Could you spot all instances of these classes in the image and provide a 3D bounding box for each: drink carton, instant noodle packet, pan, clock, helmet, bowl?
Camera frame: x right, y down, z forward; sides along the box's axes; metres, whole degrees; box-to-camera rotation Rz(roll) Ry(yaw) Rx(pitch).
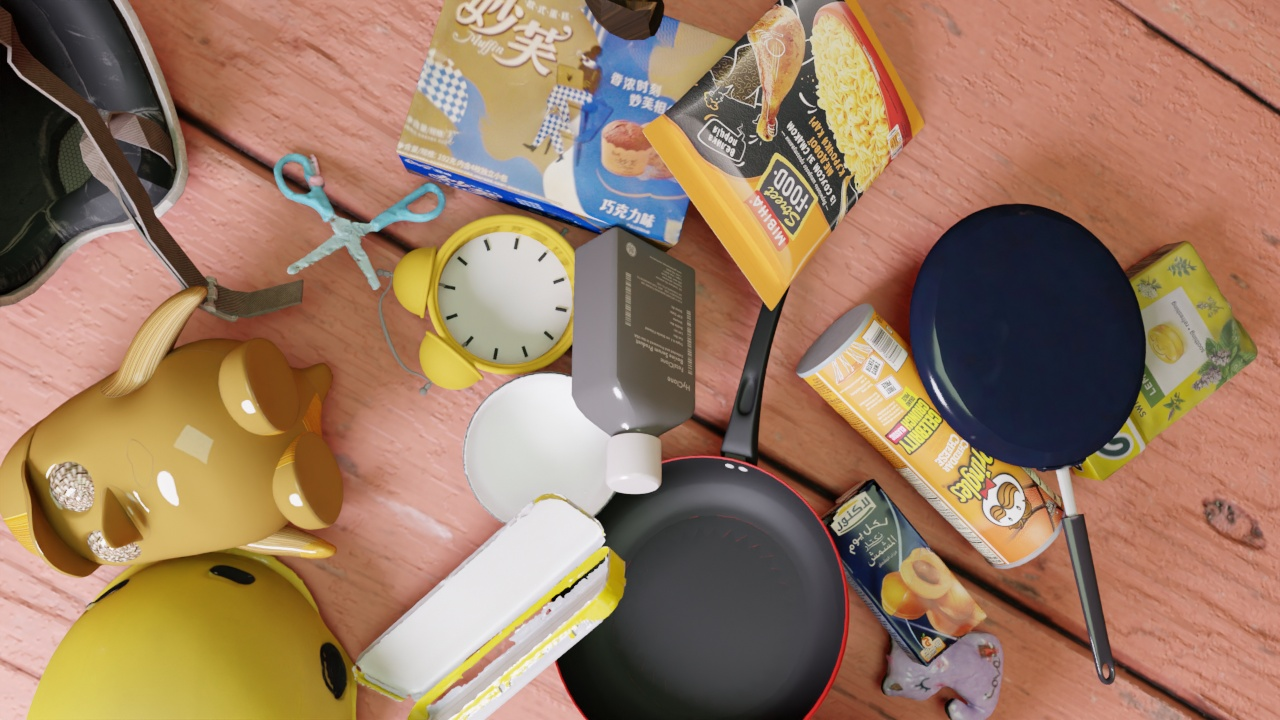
[{"bbox_3d":[0.190,0.158,0.694,0.064,0.040,0.130,-37,78,-7],"label":"drink carton"},{"bbox_3d":[0.115,-0.169,0.666,0.220,0.032,0.160,-49,116,-21],"label":"instant noodle packet"},{"bbox_3d":[0.305,0.057,0.670,0.198,0.021,0.356,-9,85,-16],"label":"pan"},{"bbox_3d":[-0.110,-0.041,0.665,0.151,0.052,0.113,-20,93,-12],"label":"clock"},{"bbox_3d":[-0.387,-0.142,0.544,0.253,0.233,0.233,-14,77,2],"label":"helmet"},{"bbox_3d":[0.061,0.103,0.656,0.209,0.067,0.355,11,71,24],"label":"pan"},{"bbox_3d":[-0.298,0.245,0.591,0.209,0.140,0.240,-8,90,-8],"label":"helmet"},{"bbox_3d":[-0.069,0.064,0.662,0.113,0.063,0.113,0,90,-8],"label":"bowl"}]

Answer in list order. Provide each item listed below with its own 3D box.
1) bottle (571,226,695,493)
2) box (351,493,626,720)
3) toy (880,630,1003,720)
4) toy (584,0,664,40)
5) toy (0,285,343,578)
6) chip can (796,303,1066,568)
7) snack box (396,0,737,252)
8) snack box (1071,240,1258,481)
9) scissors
[{"bbox_3d":[-0.004,0.004,0.631,0.083,0.046,0.173,23,57,-39],"label":"bottle"},{"bbox_3d":[-0.103,0.191,0.619,0.210,0.080,0.079,-42,122,14],"label":"box"},{"bbox_3d":[0.238,0.245,0.718,0.099,0.036,0.080,8,87,-9],"label":"toy"},{"bbox_3d":[-0.011,-0.263,0.609,0.063,0.076,0.100,-19,65,34],"label":"toy"},{"bbox_3d":[-0.311,0.068,0.589,0.203,0.162,0.199,-17,110,3],"label":"toy"},{"bbox_3d":[0.220,0.058,0.697,0.215,0.075,0.075,44,84,-6],"label":"chip can"},{"bbox_3d":[-0.052,-0.182,0.662,0.202,0.069,0.155,17,86,-8],"label":"snack box"},{"bbox_3d":[0.399,-0.003,0.737,0.180,0.045,0.121,-34,95,-6],"label":"snack box"},{"bbox_3d":[-0.198,-0.105,0.652,0.135,0.015,0.135,-22,69,-27],"label":"scissors"}]
